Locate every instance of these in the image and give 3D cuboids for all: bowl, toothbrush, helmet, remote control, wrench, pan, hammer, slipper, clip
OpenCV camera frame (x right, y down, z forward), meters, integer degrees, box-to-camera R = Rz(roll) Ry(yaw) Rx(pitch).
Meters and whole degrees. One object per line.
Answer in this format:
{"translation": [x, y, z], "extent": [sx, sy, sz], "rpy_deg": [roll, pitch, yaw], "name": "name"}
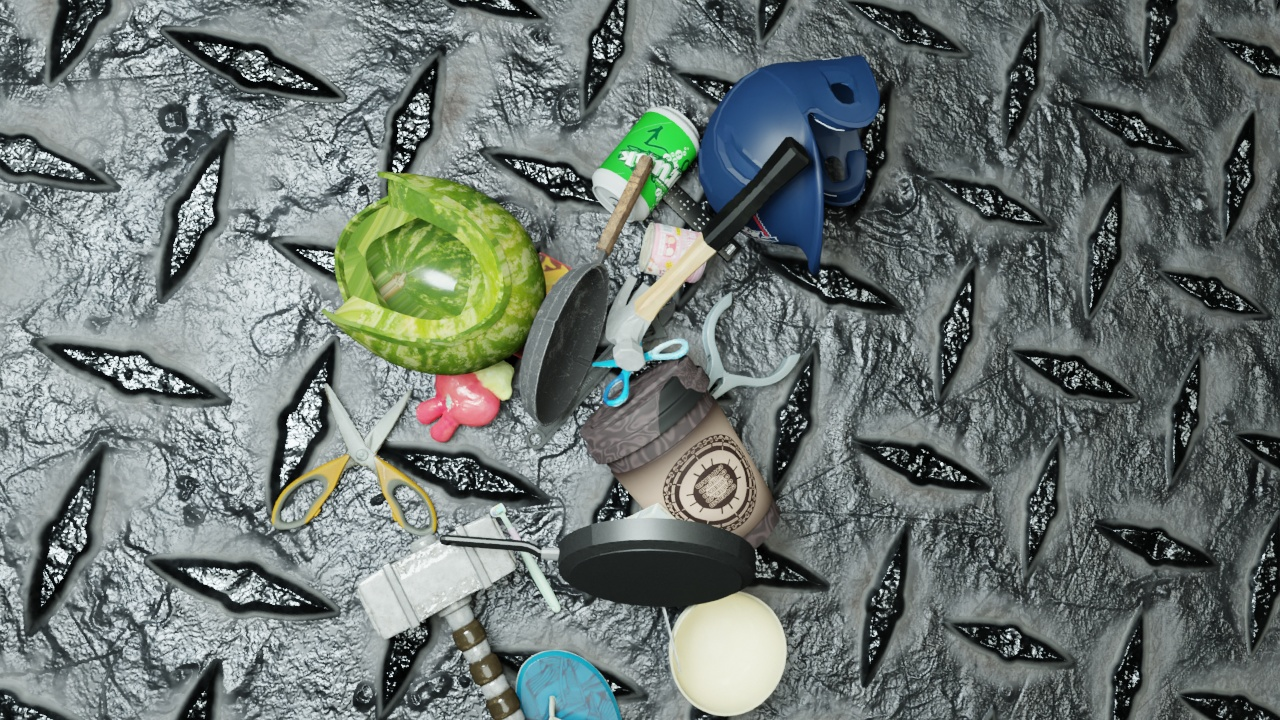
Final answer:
{"translation": [0.101, 0.363, 1.163], "extent": [0.150, 0.075, 0.150], "rpy_deg": [1, 86, -13], "name": "bowl"}
{"translation": [0.031, 0.298, 1.136], "extent": [0.010, 0.010, 0.181], "rpy_deg": [-6, 53, -13], "name": "toothbrush"}
{"translation": [0.186, -0.239, 1.152], "extent": [0.223, 0.232, 0.272], "rpy_deg": [-13, 74, 6], "name": "helmet"}
{"translation": [0.077, -0.190, 1.235], "extent": [0.140, 0.009, 0.030], "rpy_deg": [43, 78, -6], "name": "remote control"}
{"translation": [-0.052, 0.009, 1.188], "extent": [0.073, 0.018, 0.273], "rpy_deg": [43, 79, -6], "name": "wrench"}
{"translation": [-0.048, 0.227, 1.032], "extent": [0.356, 0.226, 0.034], "rpy_deg": [5, 58, -5], "name": "pan"}
{"translation": [-0.142, 0.248, 1.148], "extent": [0.022, 0.015, 0.155], "rpy_deg": [-30, 92, 21], "name": "toothbrush"}
{"translation": [-0.187, 0.356, 1.080], "extent": [0.176, 0.080, 0.326], "rpy_deg": [-27, 86, -13], "name": "hammer"}
{"translation": [-0.064, 0.497, 1.125], "extent": [0.118, 0.060, 0.295], "rpy_deg": [-17, 89, -17], "name": "slipper"}
{"translation": [-0.063, -0.092, 1.090], "extent": [0.040, 0.208, 0.356], "rpy_deg": [19, 80, 12], "name": "pan"}
{"translation": [0.072, -0.130, 1.083], "extent": [0.039, 0.131, 0.329], "rpy_deg": [30, 121, -26], "name": "hammer"}
{"translation": [0.140, -0.009, 1.228], "extent": [0.165, 0.032, 0.164], "rpy_deg": [-2, 85, -13], "name": "clip"}
{"translation": [-0.227, -0.092, 1.038], "extent": [0.243, 0.247, 0.213], "rpy_deg": [20, 90, -15], "name": "helmet"}

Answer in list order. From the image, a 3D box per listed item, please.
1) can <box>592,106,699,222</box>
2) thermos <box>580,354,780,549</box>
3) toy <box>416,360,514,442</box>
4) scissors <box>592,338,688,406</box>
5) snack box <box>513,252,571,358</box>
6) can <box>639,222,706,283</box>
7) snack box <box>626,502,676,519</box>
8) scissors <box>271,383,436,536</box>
{"translation": [0.007, -0.253, 1.185], "extent": [0.088, 0.088, 0.139], "rpy_deg": [40, 78, -7], "name": "can"}
{"translation": [0.057, 0.131, 1.131], "extent": [0.172, 0.173, 0.226], "rpy_deg": [-38, 101, -13], "name": "thermos"}
{"translation": [-0.215, 0.042, 1.131], "extent": [0.091, 0.045, 0.135], "rpy_deg": [44, 91, 4], "name": "toy"}
{"translation": [-0.007, 0.007, 1.134], "extent": [0.011, 0.134, 0.139], "rpy_deg": [62, 38, -36], "name": "scissors"}
{"translation": [-0.120, -0.060, 1.174], "extent": [0.089, 0.021, 0.132], "rpy_deg": [26, 80, -9], "name": "snack box"}
{"translation": [0.044, -0.140, 1.194], "extent": [0.076, 0.067, 0.067], "rpy_deg": [11, 83, -11], "name": "can"}
{"translation": [0.000, 0.229, 1.117], "extent": [0.082, 0.150, 0.026], "rpy_deg": [45, 45, -11], "name": "snack box"}
{"translation": [-0.332, 0.138, 1.108], "extent": [0.230, 0.016, 0.225], "rpy_deg": [42, 83, -10], "name": "scissors"}
